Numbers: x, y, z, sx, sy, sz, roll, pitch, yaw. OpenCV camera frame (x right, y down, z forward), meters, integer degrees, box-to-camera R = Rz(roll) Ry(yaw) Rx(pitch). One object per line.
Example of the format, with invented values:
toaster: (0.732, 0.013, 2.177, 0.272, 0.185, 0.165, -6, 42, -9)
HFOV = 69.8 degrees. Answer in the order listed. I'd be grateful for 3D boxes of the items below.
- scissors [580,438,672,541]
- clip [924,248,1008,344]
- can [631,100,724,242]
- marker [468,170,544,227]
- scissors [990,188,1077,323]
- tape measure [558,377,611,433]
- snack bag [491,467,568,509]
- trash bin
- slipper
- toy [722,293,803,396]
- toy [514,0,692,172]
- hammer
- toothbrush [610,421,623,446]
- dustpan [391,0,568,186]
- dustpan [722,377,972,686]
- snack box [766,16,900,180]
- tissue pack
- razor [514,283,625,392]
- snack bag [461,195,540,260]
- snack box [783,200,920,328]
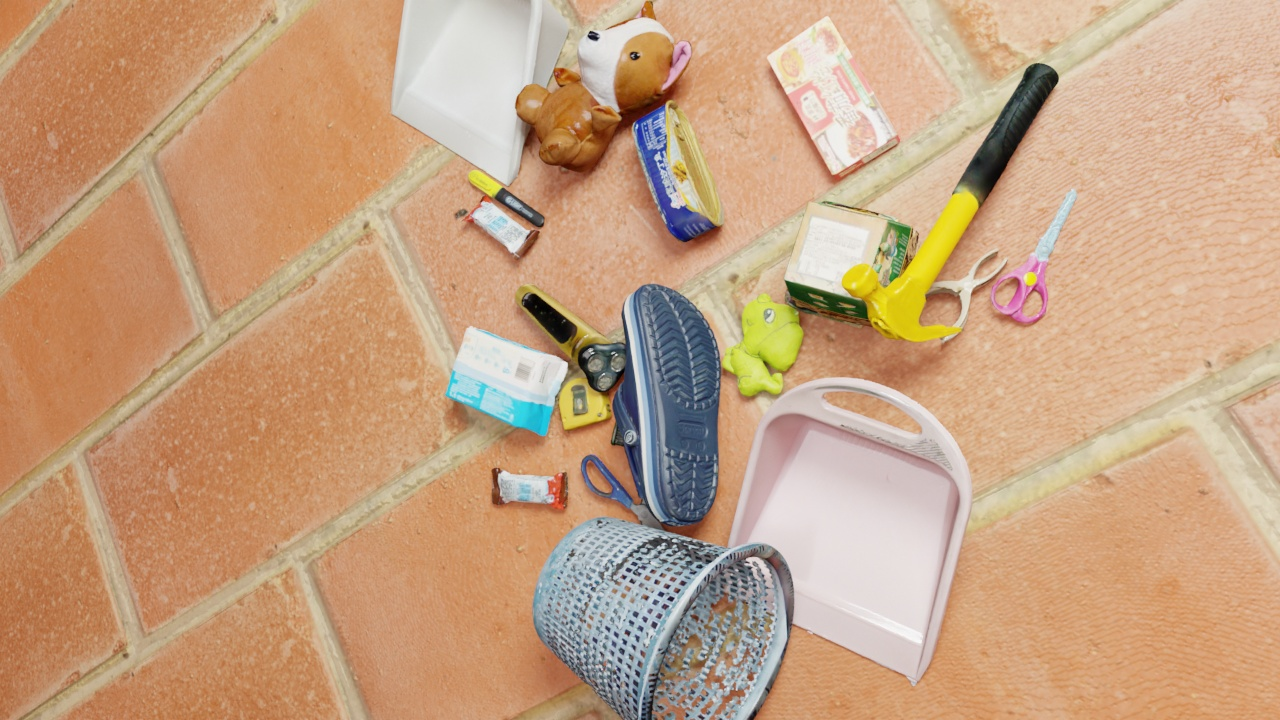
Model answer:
scissors: (-0.007, 0.160, 1.013, 0.155, 0.012, 0.166, 6, 95, 24)
clip: (0.297, -0.070, 0.884, 0.094, 0.035, 0.102, 24, 92, 22)
can: (0.040, -0.202, 0.986, 0.049, 0.074, 0.148, -24, 79, 25)
marker: (-0.162, -0.196, 1.108, 0.124, 0.015, 0.018, 36, 97, 21)
scissors: (0.377, -0.100, 0.860, 0.054, 0.017, 0.133, 26, 94, 9)
tape measure: (-0.066, 0.048, 1.042, 0.060, 0.029, 0.057, -17, 79, 22)
snack bag: (-0.131, 0.149, 1.066, 0.105, 0.026, 0.045, 0, 96, 25)
trash bin: (0.009, 0.254, 0.905, 0.195, 0.226, 0.226, 18, 94, 40)
slipper: (0.024, 0.048, 0.970, 0.095, 0.105, 0.252, -17, 76, 45)
toy: (0.131, -0.014, 0.957, 0.100, 0.031, 0.096, -37, 77, 21)
toy: (-0.042, -0.305, 1.010, 0.200, 0.130, 0.140, -35, 60, 10)
hammer: (0.298, -0.146, 0.837, 0.300, 0.128, 0.033, -57, 30, -10)
toothbrush: (-0.006, 0.006, 1.027, 0.017, 0.012, 0.186, 14, 92, 18)
dustpan: (-0.205, -0.381, 1.072, 0.223, 0.142, 0.258, 34, 99, 22)
dustpan: (0.187, 0.154, 0.862, 0.223, 0.138, 0.273, 17, 93, 23)
snack box: (0.198, -0.270, 0.945, 0.075, 0.025, 0.153, -30, 76, 19)
tissue pack: (-0.156, 0.022, 1.065, 0.140, 0.063, 0.090, 20, 93, 23)
razor: (-0.083, -0.033, 1.039, 0.167, 0.067, 0.062, 40, 102, 27)
snack bag: (-0.169, -0.161, 1.102, 0.104, 0.026, 0.048, 34, 77, 21)
snack box: (0.197, -0.100, 0.891, 0.118, 0.105, 0.118, 19, 93, 25)
